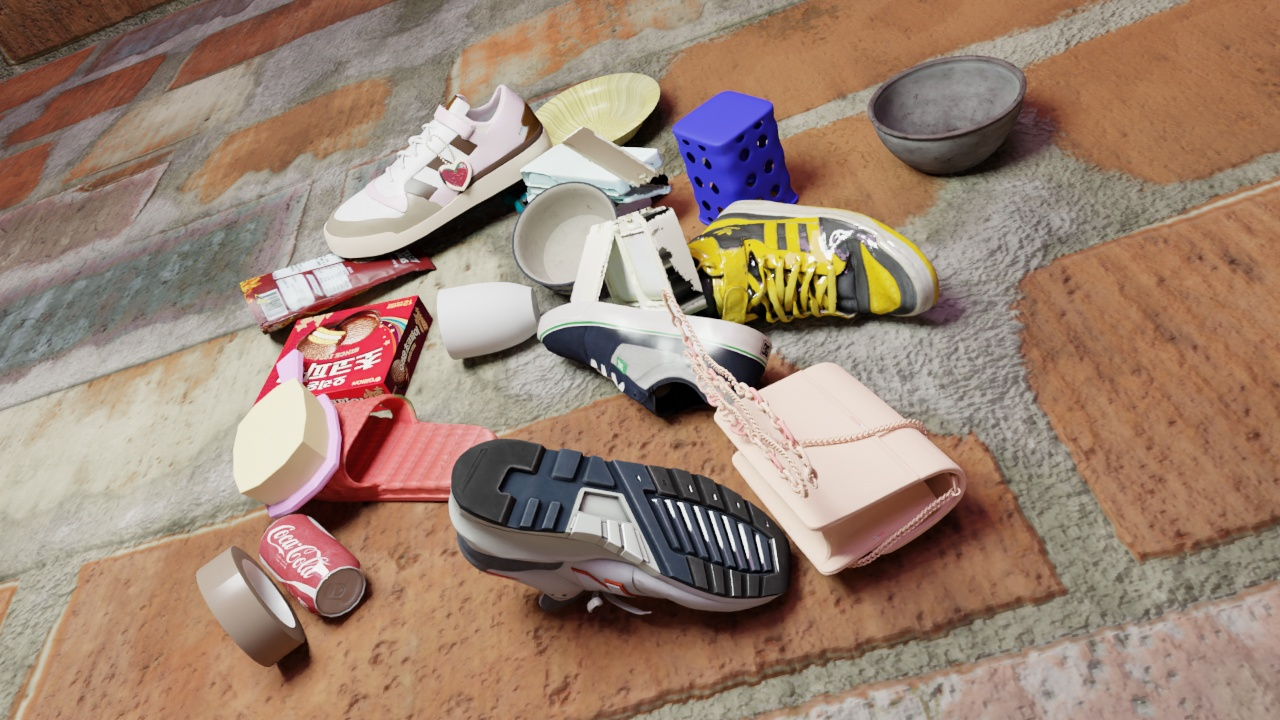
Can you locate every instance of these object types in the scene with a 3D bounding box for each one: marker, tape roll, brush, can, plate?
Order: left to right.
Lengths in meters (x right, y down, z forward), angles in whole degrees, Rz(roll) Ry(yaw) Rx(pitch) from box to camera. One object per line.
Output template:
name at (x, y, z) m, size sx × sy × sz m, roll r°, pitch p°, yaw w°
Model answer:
tape roll at (-0.301, 0.190, 0.712) m, size 0.030 × 0.094 × 0.094 m, roll -37°, pitch 42°, yaw -15°
brush at (-0.330, 0.049, 0.851) m, size 0.089 × 0.043 × 0.228 m, roll -40°, pitch 39°, yaw 4°
can at (-0.269, 0.168, 0.752) m, size 0.097 × 0.054 × 0.054 m, roll 23°, pitch 59°, yaw 41°
plate at (-0.058, -0.301, 1.173) m, size 0.184 × 0.036 × 0.184 m, roll -14°, pitch 42°, yaw 13°
marker at (-0.012, -0.166, 1.014) m, size 0.025 × 0.025 × 0.125 m, roll 22°, pitch 58°, yaw 40°

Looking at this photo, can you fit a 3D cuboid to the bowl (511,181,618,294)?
bowl at (-0.067, -0.119, 0.945) m, size 0.116 × 0.059 × 0.115 m, roll -6°, pitch 70°, yaw 17°

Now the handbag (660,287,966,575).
handbag at (0.123, 0.030, 0.607) m, size 0.116 × 0.187 × 0.198 m, roll -28°, pitch 34°, yaw -6°

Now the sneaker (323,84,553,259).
sneaker at (-0.251, -0.226, 1.070) m, size 0.294 × 0.116 × 0.111 m, roll -26°, pitch 41°, yaw -1°

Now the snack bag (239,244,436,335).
snack bag at (-0.363, -0.103, 1.087) m, size 0.207 × 0.067 × 0.139 m, roll -30°, pitch 39°, yaw -17°

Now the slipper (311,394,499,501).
slipper at (-0.241, 0.076, 0.835) m, size 0.249 × 0.059 × 0.103 m, roll 3°, pitch 46°, yaw 26°

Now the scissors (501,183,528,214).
scissors at (-0.146, -0.195, 1.114) m, size 0.130 × 0.019 × 0.134 m, roll 1°, pitch 44°, yaw 27°

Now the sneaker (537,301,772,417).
sneaker at (-0.005, 0.004, 0.791) m, size 0.236 × 0.084 × 0.079 m, roll 8°, pitch 73°, yaw 37°

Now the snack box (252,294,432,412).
snack box at (-0.310, 0.001, 0.967) m, size 0.152 × 0.036 × 0.132 m, roll -10°, pitch 42°, yaw 16°

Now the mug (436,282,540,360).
mug at (-0.147, -0.047, 0.928) m, size 0.089 × 0.071 × 0.107 m, roll -10°, pitch 13°, yaw 3°

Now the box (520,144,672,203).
box at (-0.056, -0.203, 1.007) m, size 0.085 × 0.072 × 0.199 m, roll -6°, pitch 15°, yaw -39°

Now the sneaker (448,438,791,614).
sneaker at (-0.024, 0.131, 0.642) m, size 0.239 × 0.125 × 0.088 m, roll 19°, pitch 49°, yaw -11°

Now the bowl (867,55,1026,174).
bowl at (0.302, -0.233, 0.902) m, size 0.145 × 0.067 × 0.144 m, roll -14°, pitch 41°, yaw 12°

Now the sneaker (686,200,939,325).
sneaker at (0.125, -0.069, 0.792) m, size 0.121 × 0.086 × 0.239 m, roll -39°, pitch 38°, yaw -26°

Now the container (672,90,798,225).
container at (0.096, -0.199, 0.928) m, size 0.085 × 0.114 × 0.084 m, roll -39°, pitch 42°, yaw -17°

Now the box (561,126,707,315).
box at (-0.028, -0.113, 0.811) m, size 0.080 × 0.182 × 0.144 m, roll -25°, pitch 10°, yaw -20°
